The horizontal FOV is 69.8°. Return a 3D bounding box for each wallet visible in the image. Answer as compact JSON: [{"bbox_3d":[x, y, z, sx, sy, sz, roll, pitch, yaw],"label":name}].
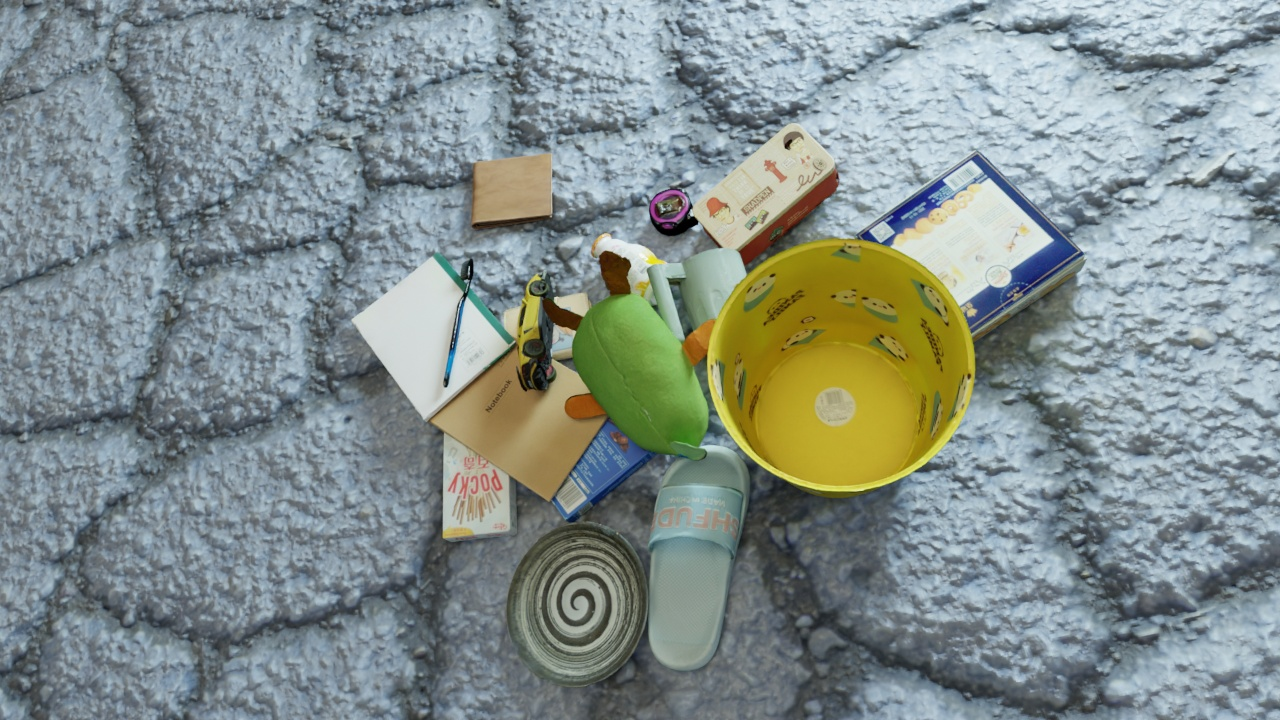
[{"bbox_3d":[-0.174,-0.231,1.248,0.115,0.020,0.101,-5,68,9],"label":"wallet"},{"bbox_3d":[-0.115,-0.039,1.160,0.115,0.024,0.087,-12,73,12],"label":"wallet"}]

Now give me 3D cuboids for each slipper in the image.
[{"bbox_3d":[0.054,0.209,0.997,0.104,0.074,0.245,5,73,16],"label":"slipper"}]

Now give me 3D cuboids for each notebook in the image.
[{"bbox_3d":[-0.147,0.058,1.110,0.208,0.008,0.147,29,76,24],"label":"notebook"},{"bbox_3d":[-0.269,-0.037,1.181,0.150,0.012,0.209,-41,57,-5],"label":"notebook"}]

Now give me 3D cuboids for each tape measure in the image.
[{"bbox_3d":[0.040,-0.189,1.167,0.058,0.039,0.057,-19,67,6],"label":"tape measure"}]

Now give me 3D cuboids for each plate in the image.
[{"bbox_3d":[-0.068,0.270,1.022,0.180,0.024,0.179,-9,68,23],"label":"plate"}]

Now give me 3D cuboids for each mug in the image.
[{"bbox_3d":[0.076,-0.066,1.078,0.123,0.084,0.103,-6,67,-25],"label":"mug"}]

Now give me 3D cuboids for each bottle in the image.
[{"bbox_3d":[-0.013,-0.115,1.139,0.108,0.063,0.063,39,83,23],"label":"bottle"}]

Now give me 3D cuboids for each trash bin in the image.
[{"bbox_3d":[0.197,0.033,0.920,0.230,0.255,0.229,-3,74,11],"label":"trash bin"}]

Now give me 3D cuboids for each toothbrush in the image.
[{"bbox_3d":[-0.232,-0.050,1.161,0.016,0.014,0.189,-4,61,18],"label":"toothbrush"}]

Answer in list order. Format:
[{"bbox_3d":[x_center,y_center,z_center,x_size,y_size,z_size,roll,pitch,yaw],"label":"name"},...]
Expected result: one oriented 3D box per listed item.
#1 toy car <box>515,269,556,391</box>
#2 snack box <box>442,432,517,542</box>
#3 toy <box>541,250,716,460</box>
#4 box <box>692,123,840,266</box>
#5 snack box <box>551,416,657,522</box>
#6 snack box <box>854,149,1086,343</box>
[{"bbox_3d":[-0.124,-0.036,1.102,0.041,0.071,0.155,-3,59,7],"label":"toy car"},{"bbox_3d":[-0.195,0.137,1.112,0.085,0.027,0.156,-9,67,10],"label":"snack box"},{"bbox_3d":[-0.006,0.006,1.021,0.228,0.089,0.246,-30,93,33],"label":"toy"},{"bbox_3d":[0.156,-0.200,1.131,0.168,0.076,0.091,-40,67,4],"label":"box"},{"bbox_3d":[-0.048,0.110,1.084,0.157,0.026,0.084,-39,66,-2],"label":"snack box"},{"bbox_3d":[0.374,-0.125,1.057,0.178,0.046,0.182,-34,66,0],"label":"snack box"}]
